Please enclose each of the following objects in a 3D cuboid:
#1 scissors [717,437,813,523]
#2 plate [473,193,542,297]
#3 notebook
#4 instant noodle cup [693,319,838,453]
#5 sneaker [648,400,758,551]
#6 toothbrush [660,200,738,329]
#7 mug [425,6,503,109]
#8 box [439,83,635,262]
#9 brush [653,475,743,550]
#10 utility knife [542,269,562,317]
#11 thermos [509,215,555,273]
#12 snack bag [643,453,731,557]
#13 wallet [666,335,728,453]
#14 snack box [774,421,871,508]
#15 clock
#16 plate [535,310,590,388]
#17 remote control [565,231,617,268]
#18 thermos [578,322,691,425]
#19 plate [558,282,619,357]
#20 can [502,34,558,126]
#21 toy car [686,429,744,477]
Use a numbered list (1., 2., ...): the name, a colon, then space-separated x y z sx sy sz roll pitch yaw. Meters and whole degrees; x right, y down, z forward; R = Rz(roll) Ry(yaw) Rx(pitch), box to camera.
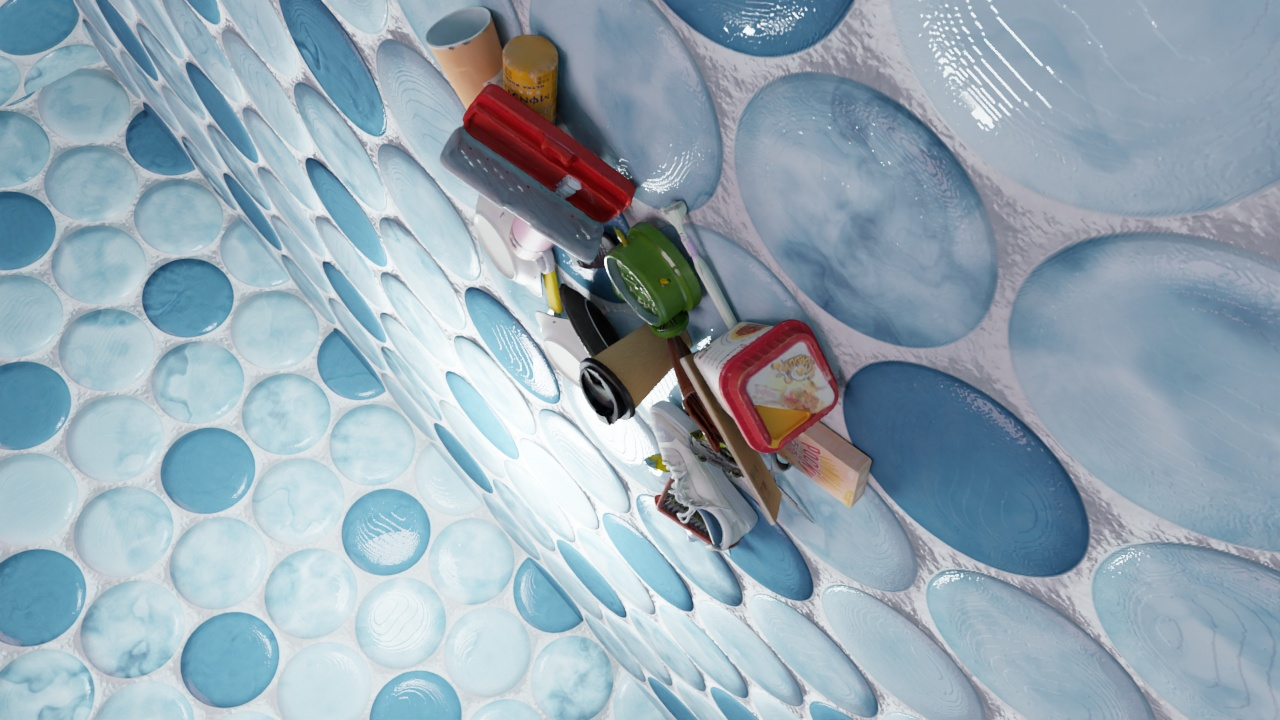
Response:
1. scissors: 0.163 0.154 1.189 0.159 0.014 0.182 26 143 13
2. plate: -0.201 -0.174 1.342 0.164 0.034 0.164 51 159 19
3. notebook: 0.109 0.082 1.068 0.207 0.008 0.147 61 -168 1
4. instant noodle cup: 0.126 0.018 0.969 0.117 0.116 0.124 59 168 -23
5. sneaker: 0.070 0.172 1.328 0.242 0.090 0.090 55 156 -12
6. toothbrush: 0.075 -0.090 1.002 0.029 0.020 0.189 -15 120 30
7. mug: -0.183 -0.327 1.046 0.078 0.078 0.123 31 157 38
8. box: -0.114 -0.192 0.996 0.201 0.100 0.096 32 153 -19
9. brush: 0.091 0.241 1.408 0.146 0.063 0.069 36 144 -11
10. utility knife: -0.131 -0.100 1.372 0.033 0.015 0.224 43 157 27
11. thermos: -0.118 -0.174 1.160 0.087 0.067 0.199 64 157 5
12. snack bag: 0.077 0.235 1.481 0.110 0.038 0.191 -2 126 49
13. wallet: 0.071 0.040 1.113 0.124 0.032 0.101 55 -164 -42
14. snack box: 0.193 0.098 1.065 0.157 0.026 0.085 38 155 28
15. clock: 0.012 -0.088 1.057 0.116 0.056 0.161 47 167 20
16. plate: -0.101 -0.001 1.428 0.164 0.034 0.164 17 147 51
17. remote control: -0.056 -0.141 1.157 0.053 0.024 0.137 57 158 -20
18. thermos: -0.007 0.007 1.141 0.093 0.143 0.093 40 155 23
19. plate: -0.052 -0.032 1.244 0.179 0.024 0.179 57 -171 -15
20. can: -0.121 -0.285 1.008 0.058 0.058 0.146 44 157 15
21. toy car: 0.109 0.122 1.246 0.105 0.032 0.048 20 142 37
